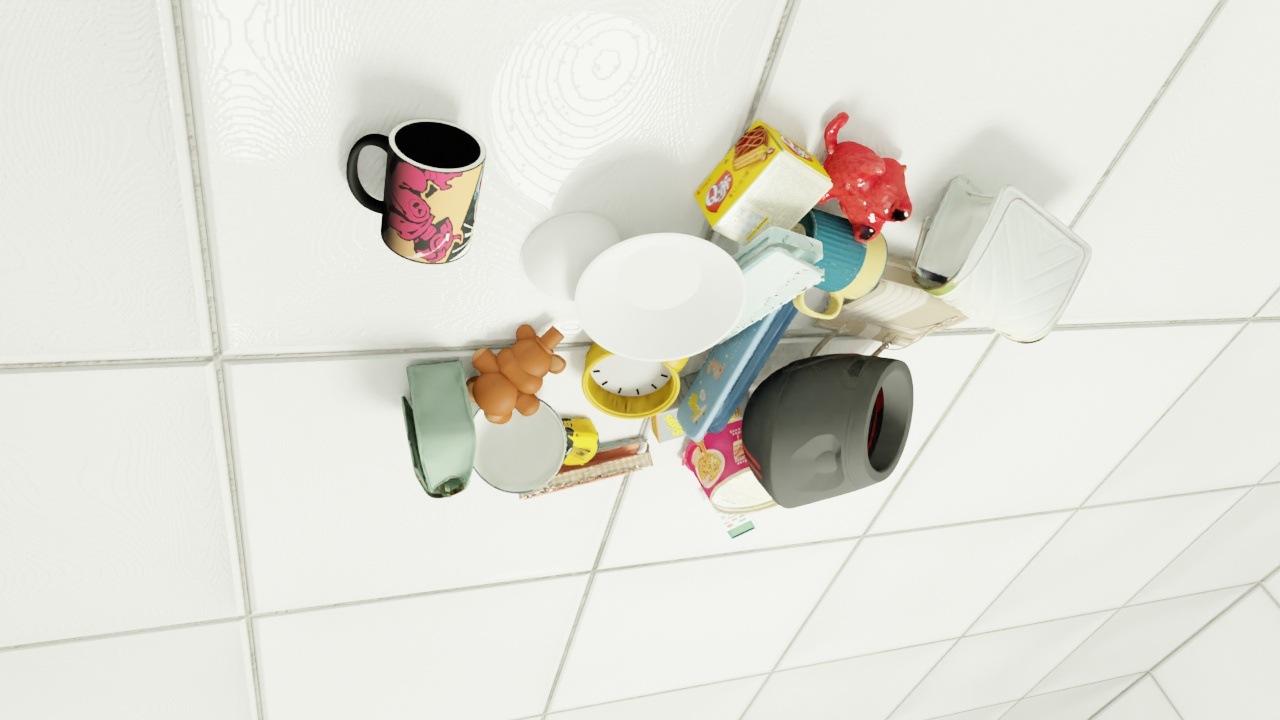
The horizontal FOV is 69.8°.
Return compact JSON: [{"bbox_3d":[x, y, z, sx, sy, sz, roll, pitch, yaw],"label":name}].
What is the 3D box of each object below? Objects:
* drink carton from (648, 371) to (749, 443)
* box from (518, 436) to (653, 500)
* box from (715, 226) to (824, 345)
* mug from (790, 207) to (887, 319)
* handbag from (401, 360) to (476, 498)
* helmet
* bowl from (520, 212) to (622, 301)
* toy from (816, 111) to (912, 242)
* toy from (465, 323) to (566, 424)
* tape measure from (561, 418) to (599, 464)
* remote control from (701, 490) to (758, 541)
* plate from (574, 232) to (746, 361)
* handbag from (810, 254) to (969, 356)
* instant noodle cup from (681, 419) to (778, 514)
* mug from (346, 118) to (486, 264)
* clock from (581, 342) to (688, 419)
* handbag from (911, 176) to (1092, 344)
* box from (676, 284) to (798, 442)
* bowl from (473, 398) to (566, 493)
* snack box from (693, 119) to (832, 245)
[{"bbox_3d":[0.071,0.053,1.162,0.124,0.048,0.076,-16,139,-7],"label":"drink carton"},{"bbox_3d":[-0.076,0.136,1.210,0.188,0.062,0.058,-11,164,-15],"label":"box"},{"bbox_3d":[0.109,-0.079,0.978,0.083,0.065,0.200,37,147,-13],"label":"box"},{"bbox_3d":[0.201,-0.104,1.007,0.107,0.083,0.113,12,93,-33],"label":"mug"},{"bbox_3d":[-0.222,0.072,1.001,0.067,0.121,0.106,-6,137,-17],"label":"handbag"},{"bbox_3d":[0.215,0.079,1.125,0.170,0.263,0.164,4,117,33],"label":"helmet"},{"bbox_3d":[-0.066,-0.096,0.947,0.110,0.040,0.110,-12,139,-11],"label":"bowl"},{"bbox_3d":[0.227,-0.201,0.960,0.088,0.093,0.133,-18,120,39],"label":"toy"},{"bbox_3d":[-0.137,0.011,1.023,0.128,0.065,0.095,-44,95,3],"label":"toy"},{"bbox_3d":[-0.083,0.105,1.161,0.064,0.037,0.066,14,128,-34],"label":"tape measure"},{"bbox_3d":[0.135,0.225,1.395,0.049,0.024,0.143,-26,137,5],"label":"remote control"},{"bbox_3d":[0.020,-0.073,0.943,0.174,0.036,0.174,-2,136,-2],"label":"plate"},{"bbox_3d":[0.291,-0.042,1.163,0.175,0.062,0.198,10,139,-31],"label":"handbag"},{"bbox_3d":[0.154,0.148,1.260,0.178,0.077,0.179,-9,145,-7],"label":"instant noodle cup"},{"bbox_3d":[-0.201,-0.154,0.808,0.118,0.081,0.098,18,131,-2],"label":"mug"},{"bbox_3d":[-0.006,0.006,1.064,0.113,0.052,0.152,15,132,-12],"label":"clock"},{"bbox_3d":[0.415,-0.112,1.069,0.198,0.096,0.142,23,97,-35],"label":"handbag"},{"bbox_3d":[0.124,0.003,1.075,0.074,0.077,0.209,20,110,-26],"label":"box"},{"bbox_3d":[-0.141,0.094,1.089,0.118,0.118,0.062,-27,180,6],"label":"bowl"},{"bbox_3d":[0.123,-0.174,0.928,0.083,0.061,0.106,20,124,-38],"label":"snack box"}]
